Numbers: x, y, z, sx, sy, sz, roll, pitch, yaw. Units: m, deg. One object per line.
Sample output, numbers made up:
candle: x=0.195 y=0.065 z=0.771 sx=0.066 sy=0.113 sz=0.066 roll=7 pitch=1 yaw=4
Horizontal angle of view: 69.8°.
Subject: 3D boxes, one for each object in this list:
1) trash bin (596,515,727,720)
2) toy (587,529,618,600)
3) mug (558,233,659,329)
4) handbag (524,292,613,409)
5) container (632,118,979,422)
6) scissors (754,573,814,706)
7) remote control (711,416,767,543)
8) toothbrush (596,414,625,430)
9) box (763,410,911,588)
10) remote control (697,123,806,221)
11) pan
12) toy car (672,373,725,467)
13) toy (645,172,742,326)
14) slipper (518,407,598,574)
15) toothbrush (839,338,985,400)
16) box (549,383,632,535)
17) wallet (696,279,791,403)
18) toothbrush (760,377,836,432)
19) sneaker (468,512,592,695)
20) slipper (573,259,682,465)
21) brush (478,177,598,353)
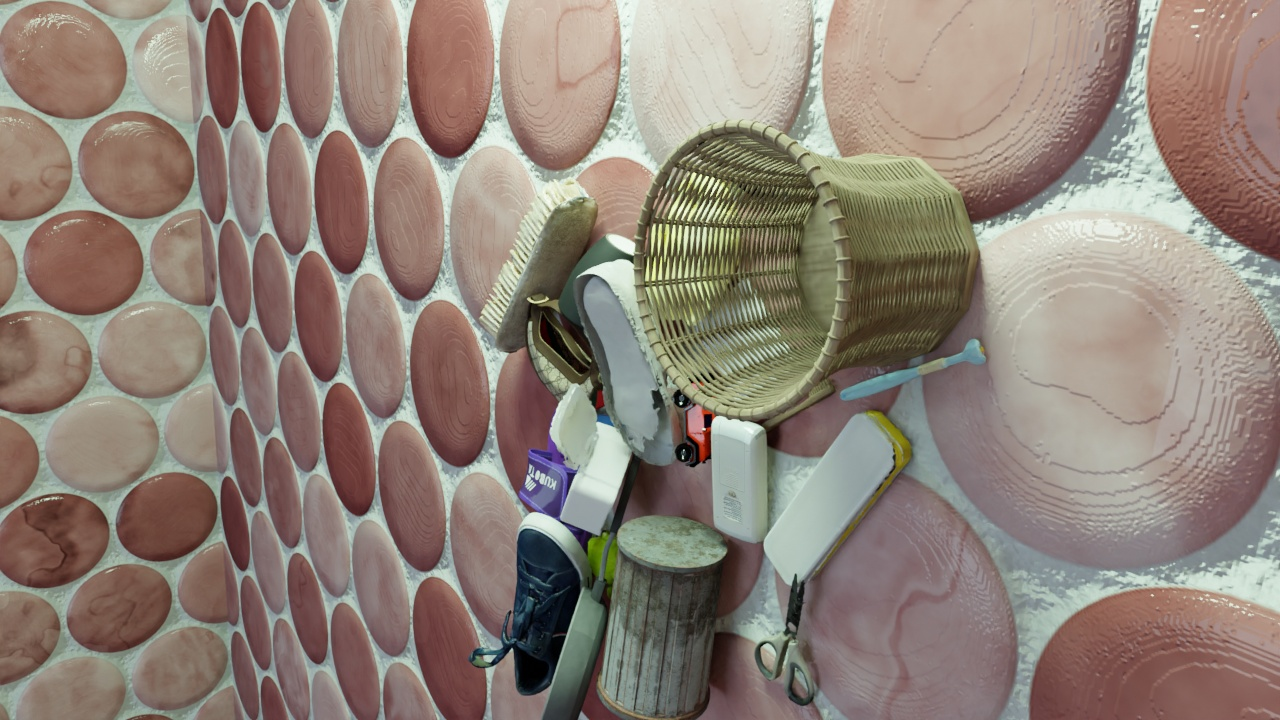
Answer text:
trash bin: x=0.024 y=0.296 z=1.029 sx=0.131 sy=0.130 sz=0.211 roll=24 pitch=114 yaw=47
toy: x=-0.035 y=0.266 z=1.170 sx=0.093 sy=0.036 sz=0.094 roll=37 pitch=129 yaw=33
mug: x=-0.024 y=-0.082 z=1.063 sx=0.119 sy=0.084 sz=0.100 roll=32 pitch=114 yaw=9
handbag: x=-0.090 y=-0.014 z=1.137 sx=0.166 sy=0.063 sz=0.139 roll=46 pitch=147 yaw=36
container: x=0.140 y=-0.077 z=0.755 sx=0.227 sy=0.195 sz=0.227 roll=13 pitch=107 yaw=49
scissors: x=0.145 y=0.279 z=0.942 sx=0.132 sy=0.012 sz=0.170 roll=-5 pitch=106 yaw=55
remote control: x=0.103 y=0.125 z=0.960 sx=0.060 sy=0.025 sz=0.139 roll=15 pitch=118 yaw=39
toothbrush: x=-0.032 y=0.078 z=1.127 sx=0.167 sy=0.014 sz=0.016 roll=11 pitch=90 yaw=41
box: x=0.184 y=0.136 z=0.877 sx=0.064 sy=0.033 sz=0.210 roll=54 pitch=133 yaw=32
remote control: x=0.107 y=-0.188 z=0.916 sx=0.152 sy=0.020 sz=0.041 roll=46 pitch=129 yaw=37
pan: x=-0.050 y=0.279 z=1.094 sx=0.178 sy=0.041 sz=0.357 roll=-53 pitch=-20 yaw=-86
toy car: x=0.065 y=0.064 z=0.988 sx=0.049 sy=0.051 sz=0.100 roll=0 pitch=95 yaw=19
toy: x=0.051 y=-0.108 z=0.966 sx=0.171 sy=0.064 sz=0.154 roll=-51 pitch=43 yaw=49
slipper: x=-0.114 y=0.194 z=1.213 sx=0.107 sy=0.083 sz=0.267 roll=25 pitch=116 yaw=46
toothbrush: x=0.233 y=0.013 z=0.803 sx=0.155 sy=0.016 sz=0.022 roll=-25 pitch=87 yaw=51
box: x=-0.052 y=0.114 z=1.064 sx=0.083 sy=0.110 sz=0.191 roll=9 pitch=140 yaw=11
wallet: x=0.112 y=-0.015 z=0.939 sx=0.086 sy=0.032 sz=0.116 roll=-39 pitch=65 yaw=36
toothbrush: x=0.137 y=0.060 z=0.930 sx=0.167 sy=0.016 sz=0.016 roll=-40 pitch=66 yaw=46
sneaker: x=-0.143 y=0.330 z=1.193 sx=0.121 sy=0.127 sz=0.295 roll=19 pitch=126 yaw=22
slipper: x=-0.006 y=0.006 z=1.020 sx=0.112 sy=0.074 sz=0.247 roll=10 pitch=123 yaw=53
brush: x=-0.131 y=-0.114 z=1.174 sx=0.056 sy=0.083 sz=0.272 roll=56 pitch=136 yaw=27
